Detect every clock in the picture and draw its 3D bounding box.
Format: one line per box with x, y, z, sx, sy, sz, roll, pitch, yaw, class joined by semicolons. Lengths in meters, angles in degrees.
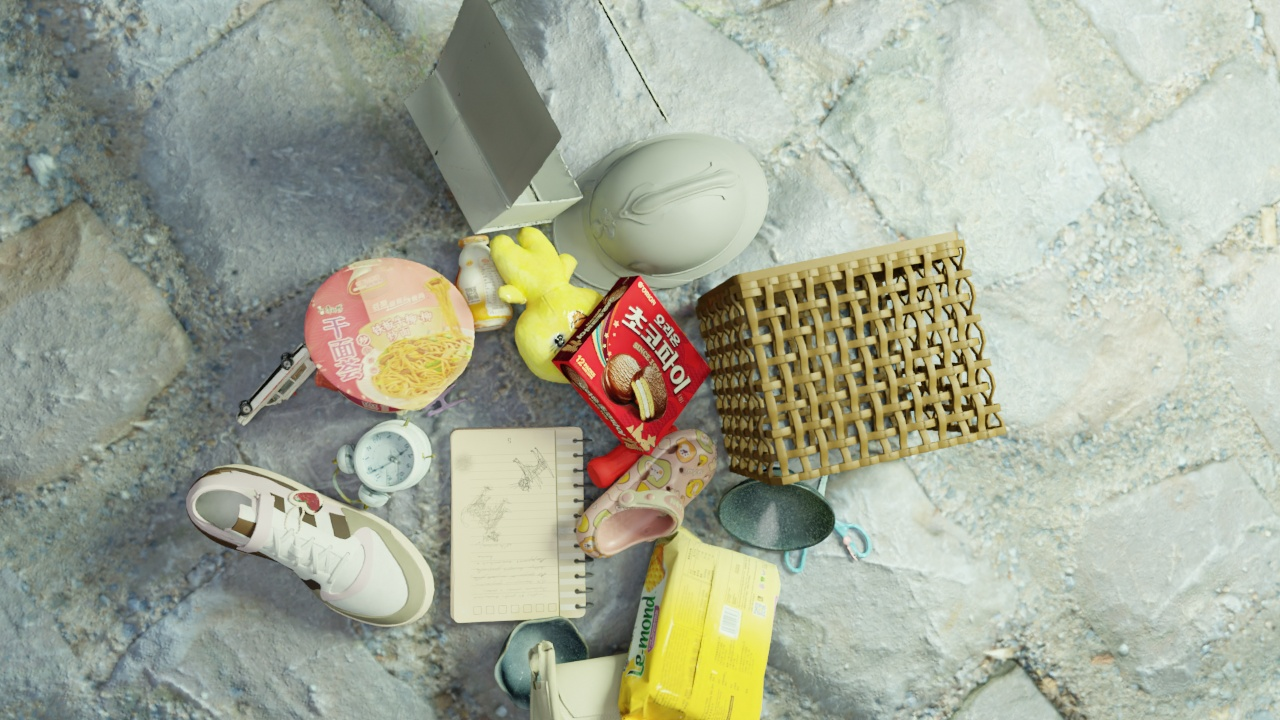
-0.296;0.118;1.049;0.117;0.057;0.083;-34;92;0;clock

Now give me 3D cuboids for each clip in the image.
-0.233;0.047;1.081;0.051;0.013;0.032;-27;89;-4;clip

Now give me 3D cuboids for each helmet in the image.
0.030;-0.182;1.067;0.271;0.118;0.183;-20;90;-5;helmet

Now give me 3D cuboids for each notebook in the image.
-0.139;0.191;1.079;0.167;0.024;0.225;0;88;-5;notebook

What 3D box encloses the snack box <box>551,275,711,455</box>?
-0.006;0.006;1.035;0.132;0.036;0.152;-52;120;-24;snack box

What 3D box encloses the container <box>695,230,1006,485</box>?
0.220;0.000;1.029;0.251;0.220;0.214;-12;89;-7;container

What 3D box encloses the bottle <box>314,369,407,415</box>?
-0.316;0.027;1.056;0.109;0.044;0.044;21;85;-6;bottle

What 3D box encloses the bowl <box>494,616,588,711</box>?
-0.119;0.339;1.052;0.110;0.055;0.110;-3;96;-25;bowl

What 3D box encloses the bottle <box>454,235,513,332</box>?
-0.186;-0.089;1.067;0.063;0.063;0.109;-10;86;-7;bottle

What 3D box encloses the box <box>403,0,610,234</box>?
-0.129;-0.251;0.938;0.164;0.331;0.167;-29;89;-22;box

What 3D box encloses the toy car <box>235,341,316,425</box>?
-0.413;0.030;1.050;0.039;0.039;0.113;42;84;-25;toy car

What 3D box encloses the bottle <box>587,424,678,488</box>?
-0.005;0.109;1.085;0.118;0.036;0.036;-27;91;-24;bottle

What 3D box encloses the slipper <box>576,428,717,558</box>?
0.020;0.167;1.054;0.197;0.081;0.093;-39;131;-8;slipper

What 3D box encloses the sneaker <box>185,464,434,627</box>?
-0.362;0.204;1.006;0.294;0.116;0.111;32;84;-4;sneaker

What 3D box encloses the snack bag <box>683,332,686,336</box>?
0.033;0.013;1.108;0.026;0.020;0.099;14;86;-14;snack bag

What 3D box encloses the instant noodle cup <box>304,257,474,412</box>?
-0.279;-0.018;1.022;0.178;0.078;0.178;7;63;-15;instant noodle cup

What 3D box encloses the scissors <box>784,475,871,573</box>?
0.216;0.208;1.127;0.129;0.015;0.135;-42;87;-8;scissors

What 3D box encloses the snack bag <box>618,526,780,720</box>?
0.075;0.311;1.025;0.159;0.068;0.246;23;53;-9;snack bag

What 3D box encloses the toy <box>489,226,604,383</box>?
-0.100;-0.056;1.053;0.133;0.092;0.207;-29;99;-39;toy

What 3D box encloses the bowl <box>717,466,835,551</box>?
0.162;0.164;1.088;0.137;0.137;0.057;18;46;-5;bowl

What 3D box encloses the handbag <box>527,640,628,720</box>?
-0.022;0.406;1.043;0.228;0.132;0.184;4;68;-31;handbag
